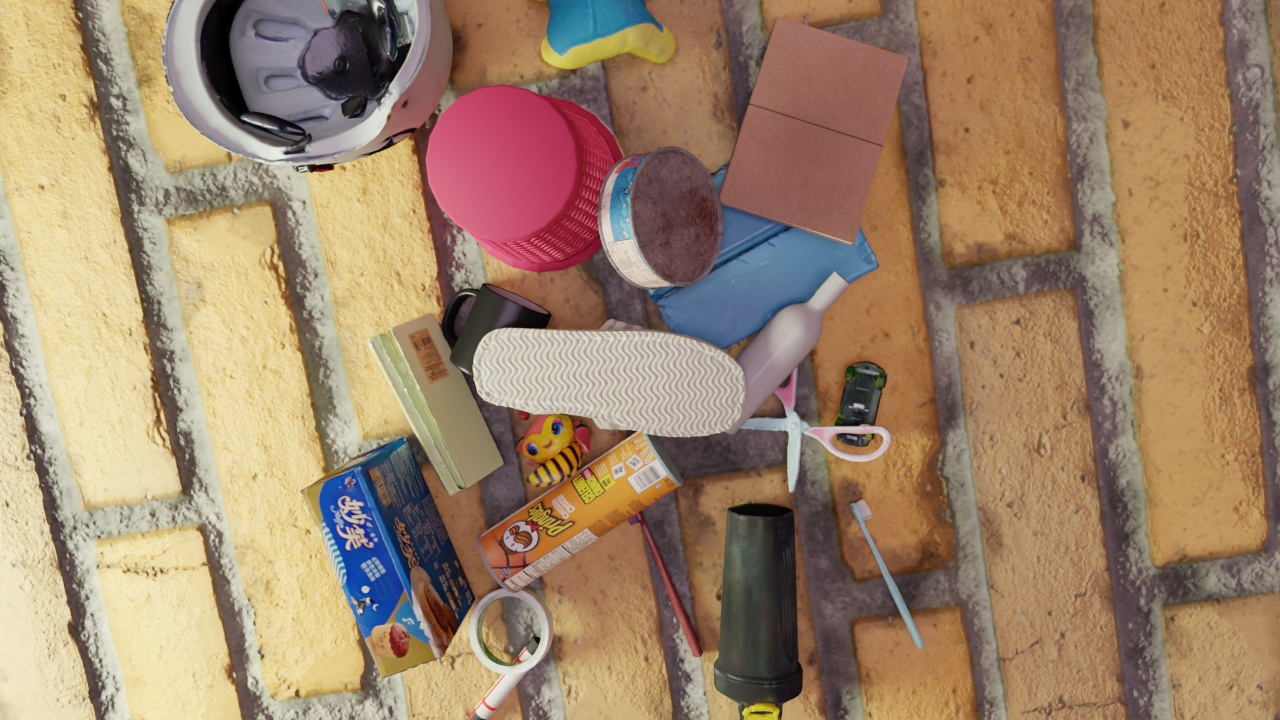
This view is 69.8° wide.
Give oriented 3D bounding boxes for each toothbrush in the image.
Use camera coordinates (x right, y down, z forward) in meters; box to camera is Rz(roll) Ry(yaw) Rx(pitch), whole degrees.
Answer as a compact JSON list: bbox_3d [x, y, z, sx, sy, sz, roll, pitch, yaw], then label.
[{"bbox_3d":[0.025,0.242,1.013,0.016,0.016,0.190,-23,95,9],"label":"toothbrush"},{"bbox_3d":[0.272,0.234,1.001,0.016,0.016,0.180,-25,94,-4],"label":"toothbrush"}]

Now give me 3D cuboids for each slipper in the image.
[{"bbox_3d":[-0.030,0.017,0.922,0.272,0.054,0.114,8,102,-4],"label":"slipper"}]

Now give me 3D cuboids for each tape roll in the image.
[{"bbox_3d":[-0.143,0.298,1.014,0.094,0.018,0.093,-1,85,14],"label":"tape roll"}]

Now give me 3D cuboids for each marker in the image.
[{"bbox_3d":[-0.157,0.371,1.034,0.019,0.019,0.146,39,97,-2],"label":"marker"}]

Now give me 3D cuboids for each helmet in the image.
[{"bbox_3d":[-0.307,-0.300,0.892,0.264,0.163,0.236,-18,91,11],"label":"helmet"}]

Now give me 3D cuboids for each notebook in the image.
[{"bbox_3d":[0.174,-0.233,0.923,0.141,0.008,0.209,18,80,1],"label":"notebook"}]

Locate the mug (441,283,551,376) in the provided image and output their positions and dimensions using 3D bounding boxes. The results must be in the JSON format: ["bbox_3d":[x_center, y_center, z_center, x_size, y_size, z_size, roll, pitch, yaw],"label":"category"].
[{"bbox_3d":[-0.160,-0.032,0.966,0.113,0.078,0.088,29,98,26],"label":"mug"}]

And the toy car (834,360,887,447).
[{"bbox_3d":[0.233,0.046,0.967,0.042,0.036,0.091,12,100,21],"label":"toy car"}]

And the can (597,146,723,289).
[{"bbox_3d":[0.021,-0.133,0.868,0.044,0.129,0.130,-1,98,44],"label":"can"}]

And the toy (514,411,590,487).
[{"bbox_3d":[-0.094,0.092,0.974,0.084,0.103,0.046,-14,137,0],"label":"toy"}]

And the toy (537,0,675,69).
[{"bbox_3d":[-0.048,-0.401,0.909,0.149,0.084,0.214,-6,99,1],"label":"toy"}]

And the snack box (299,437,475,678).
[{"bbox_3d":[-0.254,0.196,0.950,0.069,0.155,0.203,-22,96,3],"label":"snack box"}]

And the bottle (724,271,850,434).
[{"bbox_3d":[0.141,-0.011,0.945,0.052,0.052,0.195,40,106,-2],"label":"bottle"}]

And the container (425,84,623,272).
[{"bbox_3d":[-0.109,-0.174,0.865,0.183,0.225,0.183,0,96,2],"label":"container"}]

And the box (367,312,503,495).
[{"bbox_3d":[-0.226,0.050,0.974,0.090,0.077,0.188,-23,96,4],"label":"box"}]

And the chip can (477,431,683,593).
[{"bbox_3d":[-0.064,0.159,0.977,0.215,0.075,0.075,-34,94,6],"label":"chip can"}]

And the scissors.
[{"bbox_3d":[0.176,0.055,0.964,0.173,0.013,0.170,2,88,21],"label":"scissors"}]

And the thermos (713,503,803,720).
[{"bbox_3d":[0.126,0.267,0.974,0.098,0.098,0.221,1,93,2],"label":"thermos"}]

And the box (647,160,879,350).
[{"bbox_3d":[0.112,-0.119,0.946,0.231,0.047,0.177,-29,91,3],"label":"box"}]
